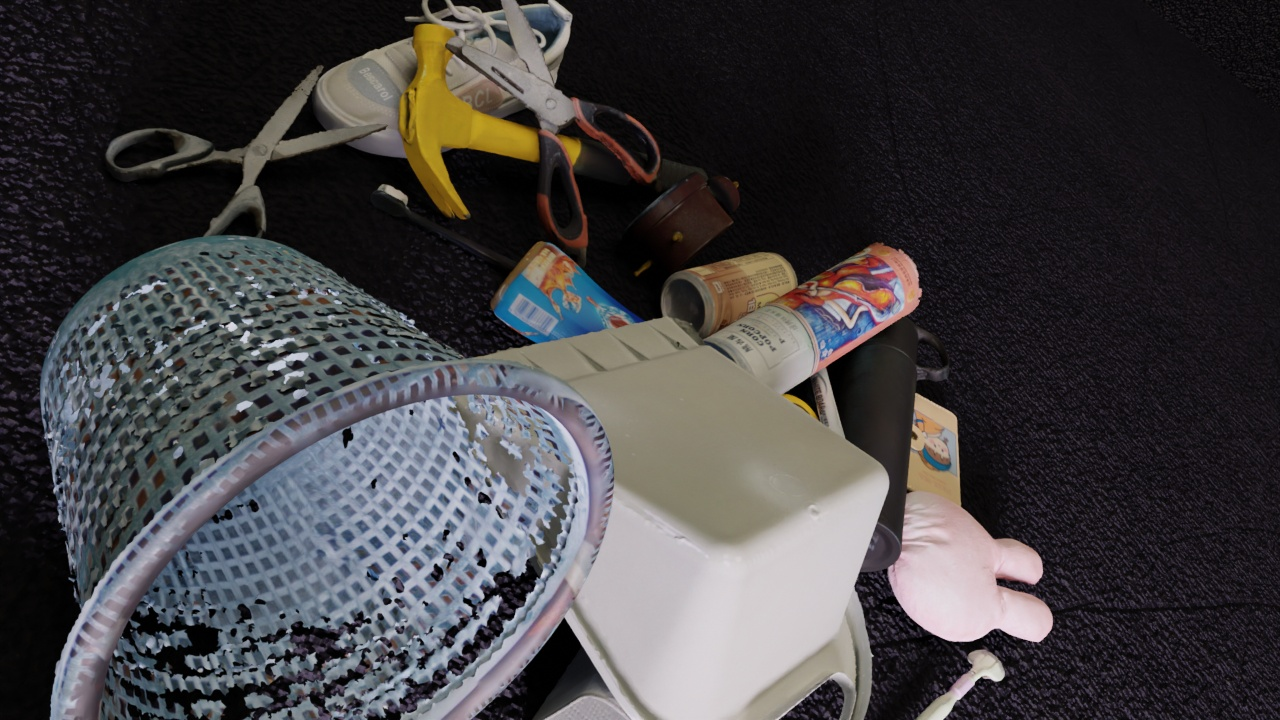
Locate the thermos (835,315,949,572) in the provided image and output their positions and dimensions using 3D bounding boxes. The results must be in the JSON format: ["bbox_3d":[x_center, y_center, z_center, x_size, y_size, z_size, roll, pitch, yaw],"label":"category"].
[{"bbox_3d":[0.200,0.055,0.752,0.241,0.090,0.068,-66,147,-43],"label":"thermos"}]

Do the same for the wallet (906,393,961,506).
[{"bbox_3d":[0.250,0.079,0.815,0.087,0.024,0.114,33,47,-19],"label":"wallet"}]

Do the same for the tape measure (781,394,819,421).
[{"bbox_3d":[0.116,0.057,0.731,0.057,0.029,0.060,-28,78,-43],"label":"tape measure"}]

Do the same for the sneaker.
[{"bbox_3d":[-0.139,-0.230,0.714,0.089,0.091,0.241,49,46,6],"label":"sneaker"}]

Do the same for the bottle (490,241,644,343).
[{"bbox_3d":[-0.004,0.004,0.657,0.218,0.065,0.065,38,45,-7],"label":"bottle"}]

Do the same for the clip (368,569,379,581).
[{"bbox_3d":[-0.159,0.095,0.512,0.043,0.027,0.058,7,46,-49],"label":"clip"}]

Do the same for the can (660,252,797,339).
[{"bbox_3d":[0.074,-0.054,0.759,0.116,0.059,0.058,-18,71,-41],"label":"can"}]

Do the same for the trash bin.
[{"bbox_3d":[-0.157,0.050,0.410,0.226,0.227,0.195,-14,41,-41],"label":"trash bin"}]

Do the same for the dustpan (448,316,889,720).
[{"bbox_3d":[0.026,0.103,0.534,0.258,0.143,0.222,31,29,34],"label":"dustpan"}]

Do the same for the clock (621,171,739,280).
[{"bbox_3d":[0.038,-0.115,0.763,0.055,0.082,0.121,50,46,0],"label":"clock"}]

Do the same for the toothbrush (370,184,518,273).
[{"bbox_3d":[-0.113,-0.080,0.677,0.181,0.016,0.018,28,38,-15],"label":"toothbrush"}]

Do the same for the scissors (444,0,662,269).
[{"bbox_3d":[-0.057,-0.177,0.699,0.188,0.015,0.227,-21,112,-39],"label":"scissors"}]

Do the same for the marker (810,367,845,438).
[{"bbox_3d":[0.151,0.029,0.752,0.017,0.017,0.145,29,29,-15],"label":"marker"}]

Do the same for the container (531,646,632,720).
[{"bbox_3d":[0.010,0.184,0.523,0.090,0.090,0.114,41,42,-4],"label":"container"}]

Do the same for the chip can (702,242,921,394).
[{"bbox_3d":[0.136,-0.026,0.740,0.214,0.071,0.071,-28,78,-32],"label":"chip can"}]

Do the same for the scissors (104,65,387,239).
[{"bbox_3d":[-0.250,-0.131,0.595,0.180,0.014,0.159,-4,70,-24],"label":"scissors"}]

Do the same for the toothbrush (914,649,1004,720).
[{"bbox_3d":[0.207,0.259,0.658,0.189,0.020,0.029,-19,41,-41],"label":"toothbrush"}]

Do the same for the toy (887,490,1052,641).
[{"bbox_3d":[0.260,0.170,0.732,0.159,0.054,0.121,22,51,-17],"label":"toy"}]

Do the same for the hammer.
[{"bbox_3d":[-0.056,-0.165,0.736,0.300,0.033,0.129,2,97,-44],"label":"hammer"}]
